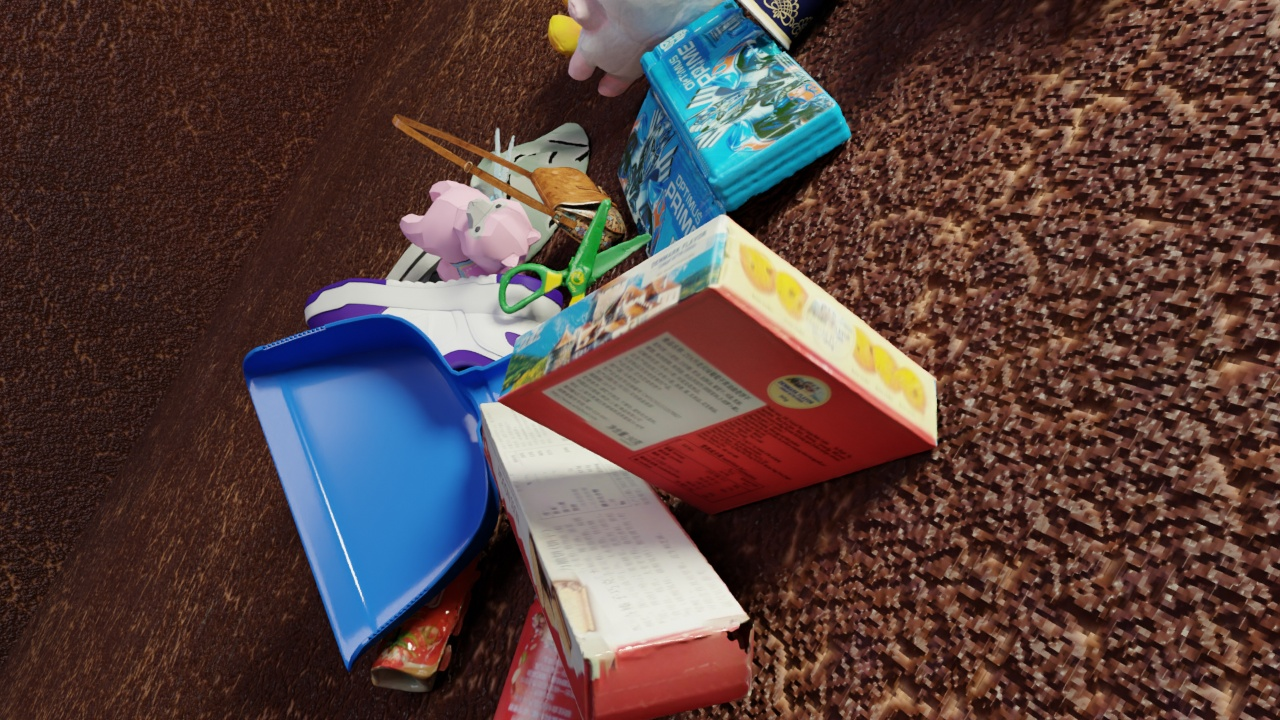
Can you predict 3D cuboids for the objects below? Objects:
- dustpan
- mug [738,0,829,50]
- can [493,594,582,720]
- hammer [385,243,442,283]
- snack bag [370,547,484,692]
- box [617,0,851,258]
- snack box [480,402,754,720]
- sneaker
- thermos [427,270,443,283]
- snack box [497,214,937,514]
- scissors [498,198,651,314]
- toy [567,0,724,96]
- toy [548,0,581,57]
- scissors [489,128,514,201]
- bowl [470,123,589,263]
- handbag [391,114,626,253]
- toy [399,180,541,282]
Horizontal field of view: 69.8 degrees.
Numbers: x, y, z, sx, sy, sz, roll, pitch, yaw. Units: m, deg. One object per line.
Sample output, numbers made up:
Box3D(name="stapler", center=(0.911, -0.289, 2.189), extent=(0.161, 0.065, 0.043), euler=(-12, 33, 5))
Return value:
Box3D(name="dustpan", center=(-0.140, 0.047, 0.655), extent=(0.257, 0.059, 0.245), euler=(-26, 69, -6))
Box3D(name="mug", center=(0.099, -0.282, 0.628), extent=(0.089, 0.111, 0.085), euler=(-45, 68, 19))
Box3D(name="can", center=(-0.041, 0.186, 0.454), extent=(0.067, 0.066, 0.124), euler=(-13, 53, 51))
Box3D(name="hammer", center=(-0.270, -0.009, 0.968), extent=(0.313, 0.035, 0.139), euler=(-55, -2, 22))
Box3D(name="snack bag", center=(-0.149, 0.162, 0.675), extent=(0.087, 0.044, 0.154), euler=(-17, 42, 33))
Box3D(name="box", center=(0.036, -0.163, 0.661), extent=(0.176, 0.060, 0.243), euler=(-47, 31, 21))
Box3D(name="snack box", center=(-0.028, 0.086, 0.486), extent=(0.273, 0.076, 0.044), euler=(-136, 43, -64))
Box3D(name="sneaker", center=(-0.178, -0.005, 0.761), extent=(0.245, 0.091, 0.111), euler=(-1, 76, 26))
Box3D(name="thermos", center=(-0.187, 0.015, 0.833), extent=(0.101, 0.068, 0.229), euler=(-7, 56, 39))
Box3D(name="snack box", center=(0.034, 0.014, 0.419), extent=(0.145, 0.142, 0.040), euler=(-26, 42, 43))
Box3D(name="scissors", center=(-0.039, -0.054, 0.674), extent=(0.132, 0.108, 0.012), euler=(-27, 12, 13))
Box3D(name="toy", center=(0.005, -0.299, 0.764), extent=(0.180, 0.138, 0.101), euler=(-48, 47, 36))
Box3D(name="toy", center=(0.000, -0.379, 0.870), extent=(0.217, 0.098, 0.147), euler=(-30, 51, 42))
Box3D(name="scissors", center=(-0.125, -0.149, 0.852), extent=(0.083, 0.016, 0.135), euler=(36, 120, 29))
Box3D(name="bowl", center=(-0.128, -0.172, 0.907), extent=(0.175, 0.068, 0.173), euler=(-37, 38, 36))
Box3D(name="handbag", center=(-0.097, -0.148, 0.710), extent=(0.043, 0.195, 0.093), euler=(-56, 32, 17))
Box3D(name="toy", center=(-0.132, -0.096, 0.764), extent=(0.158, 0.123, 0.067), euler=(24, 69, 43))
